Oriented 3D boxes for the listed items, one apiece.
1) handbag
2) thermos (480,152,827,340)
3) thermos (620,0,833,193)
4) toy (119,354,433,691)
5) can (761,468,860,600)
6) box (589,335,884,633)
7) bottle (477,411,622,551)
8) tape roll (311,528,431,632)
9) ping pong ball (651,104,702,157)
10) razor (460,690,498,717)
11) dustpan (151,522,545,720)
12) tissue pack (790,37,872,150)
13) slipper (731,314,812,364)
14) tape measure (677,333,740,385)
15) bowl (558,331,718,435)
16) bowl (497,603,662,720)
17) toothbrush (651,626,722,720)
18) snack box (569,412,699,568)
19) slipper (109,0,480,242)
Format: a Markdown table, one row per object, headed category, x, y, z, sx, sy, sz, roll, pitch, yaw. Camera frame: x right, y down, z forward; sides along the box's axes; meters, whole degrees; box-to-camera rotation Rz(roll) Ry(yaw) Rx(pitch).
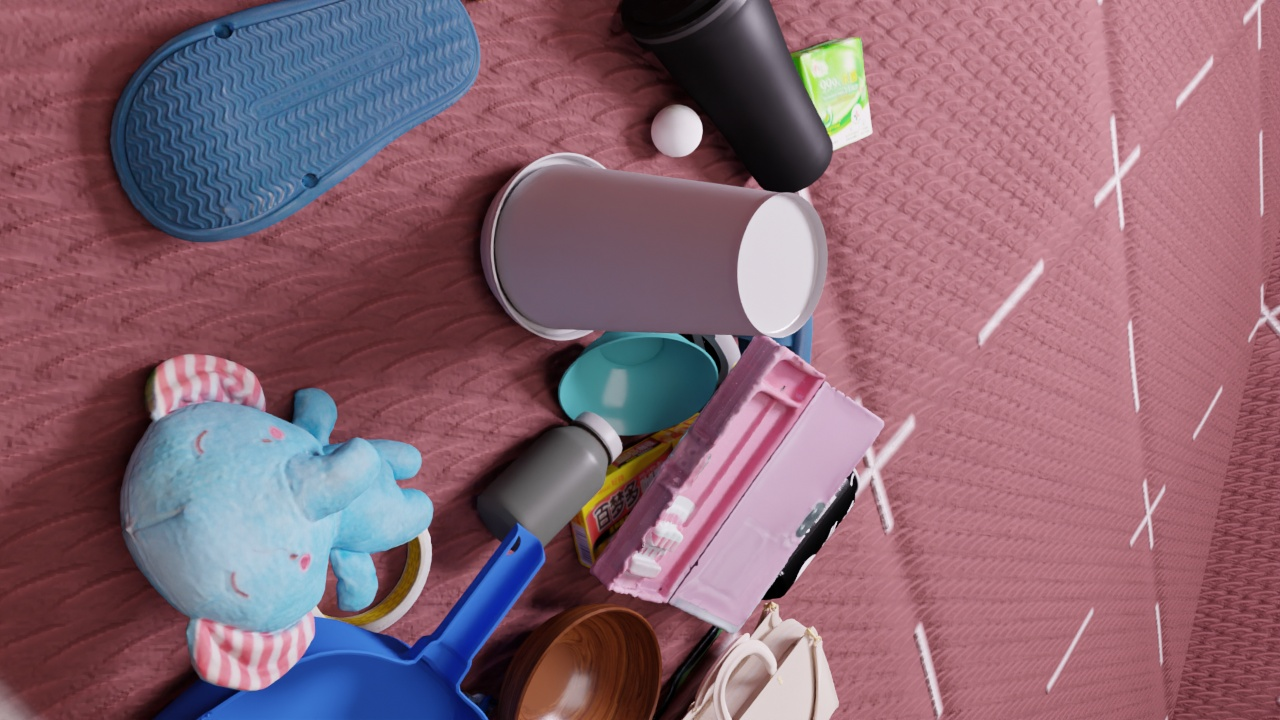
| category | x | y | z | sx | sy | sz | roll | pitch | yaw |
| --- | --- | --- | --- | --- | --- | --- | --- | --- | --- |
| handbag | 0.094 | 0.309 | 0.820 | 0.194 | 0.101 | 0.198 | -42 | 139 | -28 |
| thermos | 0.005 | -0.069 | 0.594 | 0.131 | 0.222 | 0.131 | -10 | 105 | -42 |
| thermos | 0.080 | -0.226 | 0.726 | 0.218 | 0.106 | 0.105 | 44 | 68 | -45 |
| toy | -0.189 | 0.079 | 0.513 | 0.180 | 0.115 | 0.183 | -3 | 70 | -45 |
| can | 0.139 | 0.150 | 0.866 | 0.145 | 0.080 | 0.080 | -43 | 125 | -29 |
| box | 0.081 | 0.105 | 0.751 | 0.180 | 0.051 | 0.233 | 33 | 95 | -40 |
| bottle | -0.064 | 0.088 | 0.674 | 0.108 | 0.060 | 0.060 | -44 | 125 | -29 |
| tape roll | -0.182 | 0.133 | 0.599 | 0.093 | 0.019 | 0.094 | -10 | 105 | -43 |
| ping pong ball | 0.028 | -0.180 | 0.721 | 0.040 | 0.040 | 0.040 | -10 | 105 | -42 |
| razor | -0.157 | 0.226 | 0.642 | 0.043 | 0.018 | 0.141 | -50 | 127 | -12 |
| dustpan | -0.159 | 0.208 | 0.584 | 0.257 | 0.059 | 0.245 | -53 | 130 | -13 |
| tissue pack | 0.172 | -0.242 | 0.853 | 0.113 | 0.034 | 0.099 | -30 | 116 | -38 |
| slipper | 0.101 | -0.029 | 0.780 | 0.059 | 0.104 | 0.214 | -18 | 109 | -27 |
| tape measure | 0.053 | -0.012 | 0.763 | 0.016 | 0.064 | 0.065 | -40 | 128 | -31 |
| bowl | -0.004 | 0.004 | 0.706 | 0.121 | 0.121 | 0.046 | 37 | 33 | -42 |
| bowl | -0.058 | 0.251 | 0.706 | 0.147 | 0.069 | 0.147 | -11 | 106 | -43 |
| toothbrush | 0.046 | 0.282 | 0.855 | 0.187 | 0.017 | 0.014 | -44 | 129 | -32 |
| snack box | 0.007 | 0.107 | 0.764 | 0.152 | 0.025 | 0.075 | -25 | 115 | -34 |
| slipper | -0.188 | -0.148 | 0.511 | 0.213 | 0.059 | 0.104 | -36 | 113 | -19 |
